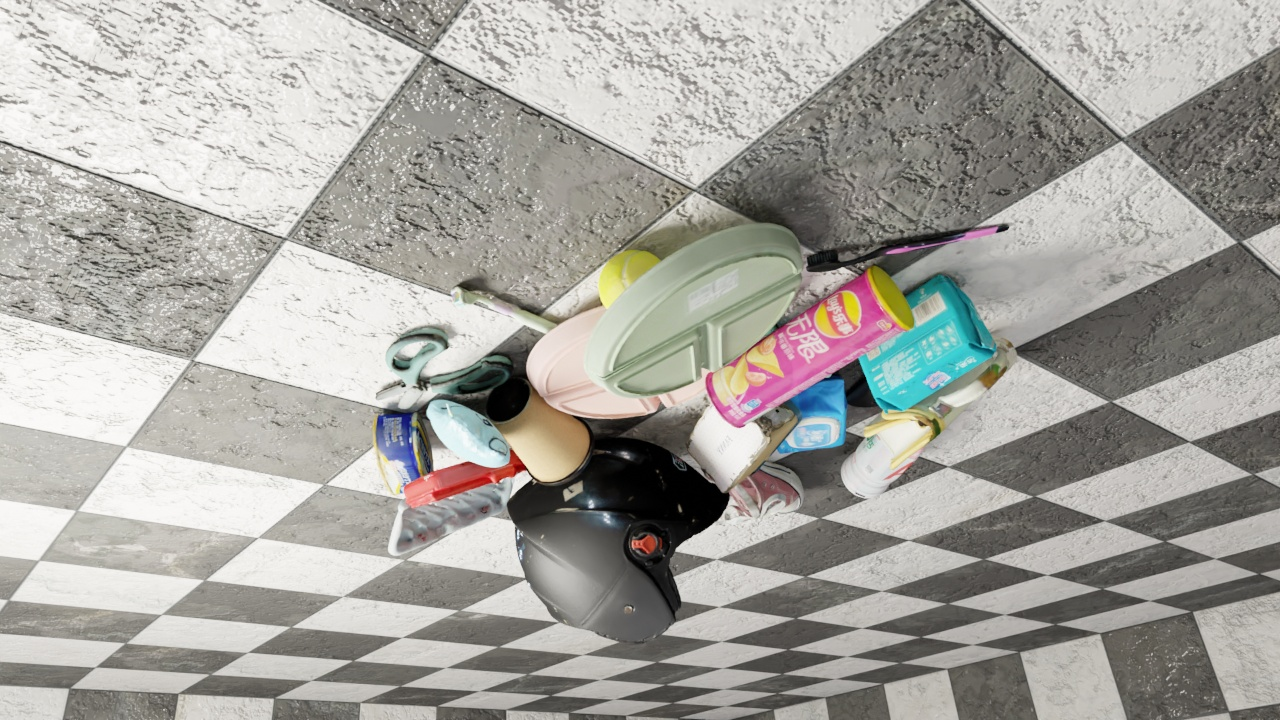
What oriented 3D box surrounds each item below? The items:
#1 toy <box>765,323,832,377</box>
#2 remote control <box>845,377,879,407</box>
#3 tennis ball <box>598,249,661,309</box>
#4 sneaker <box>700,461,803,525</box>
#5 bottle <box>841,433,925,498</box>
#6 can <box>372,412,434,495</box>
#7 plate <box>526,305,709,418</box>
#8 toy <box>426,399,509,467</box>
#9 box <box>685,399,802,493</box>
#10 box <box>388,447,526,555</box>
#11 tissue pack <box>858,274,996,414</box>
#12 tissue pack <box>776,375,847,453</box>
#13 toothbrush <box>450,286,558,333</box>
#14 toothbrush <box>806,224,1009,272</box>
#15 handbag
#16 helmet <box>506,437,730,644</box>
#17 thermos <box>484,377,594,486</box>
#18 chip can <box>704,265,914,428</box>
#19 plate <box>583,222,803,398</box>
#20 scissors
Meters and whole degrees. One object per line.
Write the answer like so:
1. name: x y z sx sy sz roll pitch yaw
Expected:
1. toy: 0.181 -0.012 0.990 0.092 0.030 0.096 -7 138 6
2. remote control: 0.291 0.029 1.089 0.053 0.024 0.137 5 149 -20
3. tennis ball: -0.005 -0.068 0.831 0.065 0.065 0.066 -4 151 -2
4. sneaker: 0.159 0.188 1.288 0.118 0.087 0.241 -21 146 26
5. bottle: 0.332 0.113 1.206 0.068 0.068 0.197 3 147 -14
6. can: -0.283 0.114 1.106 0.049 0.074 0.148 -5 150 -6
7. plate: -0.006 0.006 0.979 0.229 0.028 0.230 -8 151 -5
8. toy: -0.191 0.079 1.005 0.161 0.049 0.156 28 165 32
9. box: 0.117 0.088 1.092 0.063 0.090 0.185 -33 165 -27
10. box: -0.212 0.160 1.134 0.200 0.063 0.161 -14 151 -53
11. tissue pack: 0.280 -0.014 0.926 0.050 0.093 0.134 23 133 -38
12. tissue pack: 0.204 0.067 1.116 0.095 0.052 0.157 -9 151 6
13. toothbrush: -0.107 -0.036 0.922 0.189 0.029 0.020 21 101 -40
14. toothbrush: 0.248 -0.108 0.856 0.189 0.017 0.014 -11 151 4
15. handbag: 0.333 0.028 0.978 0.163 0.063 0.179 -36 170 -28
16. helmet: -0.031 0.208 1.162 0.275 0.233 0.230 -38 100 5
17. thermos: -0.118 0.082 1.066 0.093 0.092 0.143 -16 141 20
18. chip can: 0.165 -0.010 0.924 0.211 0.071 0.071 -34 140 29
19. plate: 0.055 -0.037 0.845 0.230 0.027 0.231 -26 155 -14
20. scissors: -0.214 0.020 1.005 0.171 0.019 0.177 9 146 -25
